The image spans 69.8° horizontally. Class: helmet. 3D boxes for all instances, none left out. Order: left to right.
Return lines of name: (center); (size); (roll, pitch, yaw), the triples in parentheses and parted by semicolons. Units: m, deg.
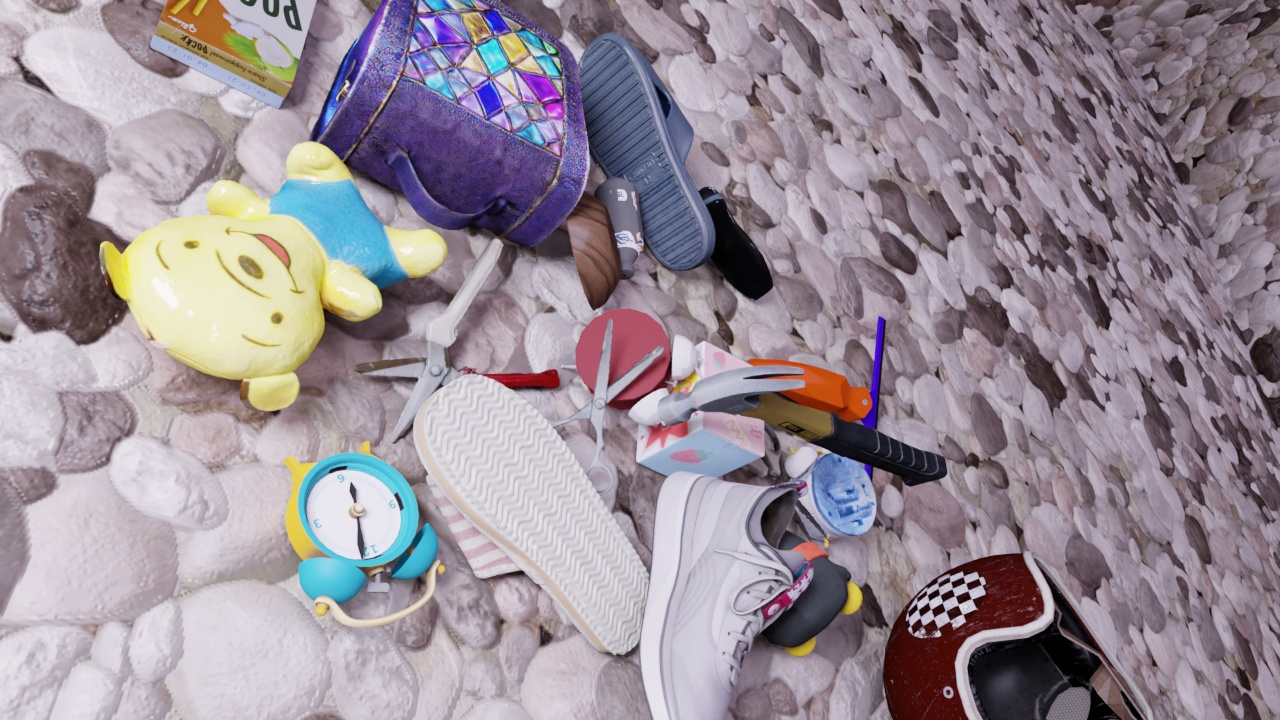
helmet: (0.364, 0.304, 0.860); (0.233, 0.254, 0.233); (47, 18, -18)

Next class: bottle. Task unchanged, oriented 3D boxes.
bottle: (-0.021, -0.133, 0.931); (0.047, 0.047, 0.112); (14, 56, -36)

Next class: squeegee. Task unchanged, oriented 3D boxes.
squeegee: (0.200, 0.034, 1.024); (0.184, 0.055, 0.249); (18, 68, -19)

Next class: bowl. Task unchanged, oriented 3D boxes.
bowl: (-0.040, -0.108, 0.856); (0.119, 0.032, 0.119); (-10, 89, -85)

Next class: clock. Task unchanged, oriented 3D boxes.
clock: (-0.191, 0.118, 0.628); (0.098, 0.044, 0.129); (-10, 66, -45)
clock: (-0.005, 0.005, 0.811); (0.124, 0.044, 0.087); (29, 79, 13)
clock: (0.195, 0.129, 0.959); (0.088, 0.052, 0.125); (-5, 72, -38)

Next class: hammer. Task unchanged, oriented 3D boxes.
hammer: (0.173, 0.065, 0.815); (0.332, 0.118, 0.025); (21, 57, -39)

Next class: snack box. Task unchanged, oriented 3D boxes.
snack box: (-0.328, -0.309, 0.767); (0.101, 0.032, 0.185); (22, 52, -32)
snack box: (0.055, 0.052, 0.853); (0.079, 0.093, 0.094); (26, 51, -31)

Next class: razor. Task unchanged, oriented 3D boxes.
razor: (0.099, -0.131, 1.042); (0.140, 0.053, 0.063); (52, 9, -14)

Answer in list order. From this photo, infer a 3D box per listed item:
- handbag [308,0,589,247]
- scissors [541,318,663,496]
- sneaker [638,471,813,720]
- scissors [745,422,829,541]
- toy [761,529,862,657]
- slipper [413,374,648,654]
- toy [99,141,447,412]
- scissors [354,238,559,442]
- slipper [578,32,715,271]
handbag: (-0.158, -0.206, 0.791); (0.204, 0.126, 0.221); (22, 51, -32)
scissors: (-0.032, 0.052, 0.775); (0.014, 0.141, 0.165); (-122, -169, -79)
sneaker: (0.074, 0.203, 0.739); (0.097, 0.129, 0.262); (59, 31, -42)
scissors: (0.121, 0.109, 0.904); (0.153, 0.013, 0.163); (26, 32, -12)
toy: (0.128, 0.198, 0.835); (0.119, 0.097, 0.099); (48, 5, 27)
slipper: (-0.084, 0.127, 0.715); (0.263, 0.052, 0.114); (53, 45, -19)
toy: (-0.256, -0.061, 0.647); (0.149, 0.084, 0.213); (42, 45, -5)
scissors: (-0.142, -0.018, 0.752); (0.199, 0.015, 0.179); (10, 78, -45)
slipper: (0.014, -0.222, 0.989); (0.082, 0.101, 0.263); (-23, 88, -55)
